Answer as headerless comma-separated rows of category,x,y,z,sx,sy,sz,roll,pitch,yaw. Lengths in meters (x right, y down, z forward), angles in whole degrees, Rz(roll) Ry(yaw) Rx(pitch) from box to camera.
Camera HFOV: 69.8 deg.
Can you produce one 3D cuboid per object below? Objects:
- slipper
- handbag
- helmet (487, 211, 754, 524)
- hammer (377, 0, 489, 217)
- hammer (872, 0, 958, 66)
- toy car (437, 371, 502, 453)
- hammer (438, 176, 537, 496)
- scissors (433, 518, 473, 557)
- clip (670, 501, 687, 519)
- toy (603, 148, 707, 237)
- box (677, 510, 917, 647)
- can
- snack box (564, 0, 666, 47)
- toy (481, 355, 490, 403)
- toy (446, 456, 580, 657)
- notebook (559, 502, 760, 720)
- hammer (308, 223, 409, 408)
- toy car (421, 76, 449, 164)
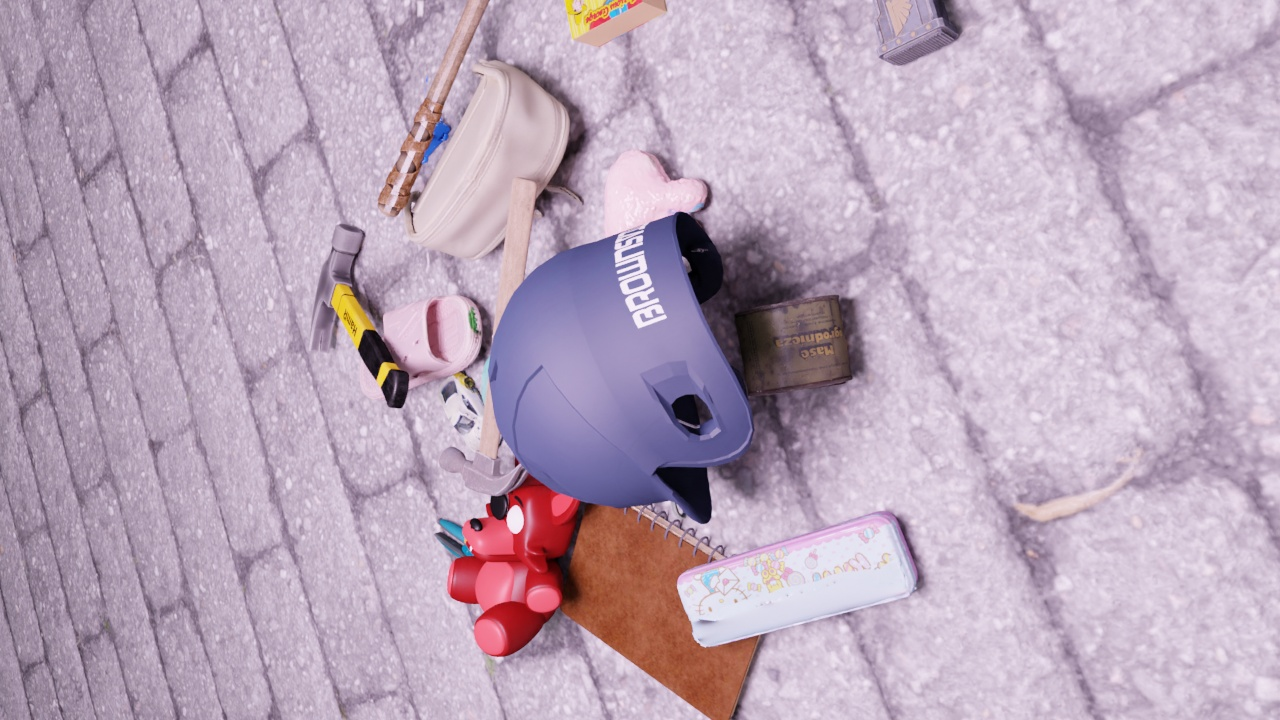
slipper,-0.279,-0.016,1.091,0.240,0.064,0.094,-22,66,40
handbag,-0.160,-0.206,0.995,0.230,0.131,0.184,-53,40,24
helmet,-0.010,0.026,0.787,0.223,0.272,0.231,-25,37,18
hammer,-0.205,-0.299,0.966,0.319,0.049,0.121,-62,26,13
hammer,0.310,-0.324,0.645,0.323,0.044,0.098,-18,84,36
toy car,-0.203,0.063,1.074,0.048,0.033,0.105,-47,69,28
hammer,-0.137,-0.018,0.928,0.119,0.030,0.331,22,107,36
scissors,-0.195,0.239,1.096,0.138,0.019,0.136,-34,78,33
clip,0.038,0.119,0.908,0.044,0.023,0.076,-26,77,37
toy,0.013,-0.145,0.883,0.105,0.053,0.108,14,103,24
box,0.134,0.197,0.815,0.215,0.033,0.076,-23,80,25
can,0.130,-0.011,0.783,0.090,0.089,0.074,-10,89,37
snack box,-0.033,-0.387,0.894,0.088,0.040,0.126,-13,87,37
toy,-0.144,0.027,1.025,0.085,0.033,0.105,24,105,33
toy,-0.132,0.198,0.986,0.158,0.120,0.197,36,113,55
notebook,0.022,0.239,0.931,0.226,0.024,0.168,26,111,31
hammer,-0.335,-0.032,1.095,0.324,0.034,0.170,43,117,48
toy car,-0.259,-0.276,1.075,0.092,0.033,0.062,-36,80,33
